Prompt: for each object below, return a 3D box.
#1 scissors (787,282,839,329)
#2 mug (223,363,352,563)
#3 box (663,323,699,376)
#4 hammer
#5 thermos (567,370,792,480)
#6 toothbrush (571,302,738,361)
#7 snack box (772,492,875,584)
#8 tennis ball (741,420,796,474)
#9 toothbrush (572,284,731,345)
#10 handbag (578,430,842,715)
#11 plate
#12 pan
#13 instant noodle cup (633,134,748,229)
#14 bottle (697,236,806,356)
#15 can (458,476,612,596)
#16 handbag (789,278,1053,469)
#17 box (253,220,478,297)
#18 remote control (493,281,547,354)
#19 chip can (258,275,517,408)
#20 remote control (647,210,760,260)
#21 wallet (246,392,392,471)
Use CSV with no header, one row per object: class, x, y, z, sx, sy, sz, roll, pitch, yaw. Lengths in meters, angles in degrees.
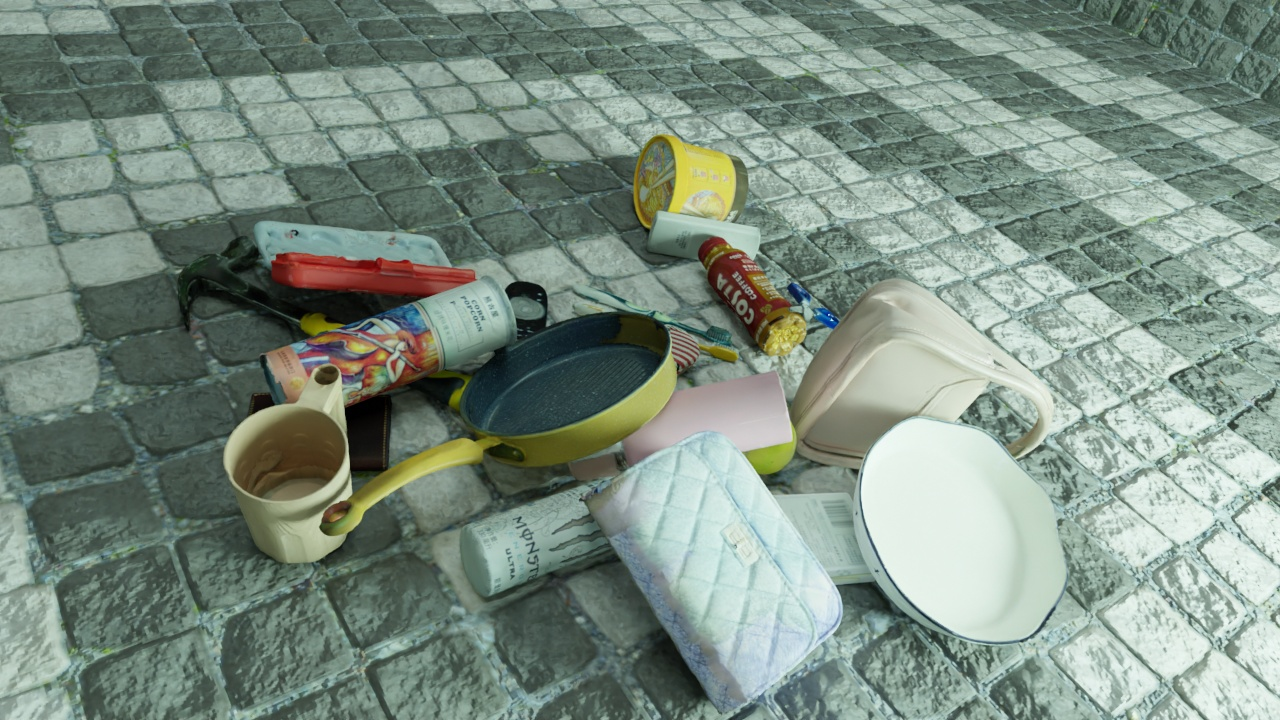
scissors,0.195,-0.050,1.027,0.133,0.012,0.172,34,18,-20
mug,-0.258,0.080,0.705,0.084,0.104,0.124,14,51,-2
box,-0.006,0.008,0.939,0.163,0.052,0.069,-24,40,-38
hammer,-0.306,-0.027,0.891,0.323,0.032,0.125,24,40,11
thermos,0.031,0.060,0.808,0.198,0.067,0.087,-11,-1,3
toothbrush,0.016,-0.033,1.009,0.191,0.016,0.018,17,29,3
snack box,0.127,0.158,0.807,0.156,0.027,0.084,0,42,-17
tennis ball,0.115,0.076,0.871,0.065,0.066,0.065,9,40,-7
toothbrush,0.013,-0.054,1.030,0.191,0.018,0.016,20,40,6
handbag,0.058,0.153,0.710,0.133,0.076,0.194,-27,73,-33
plate,0.275,0.149,0.807,0.204,0.046,0.204,10,59,-17
pan,-0.112,0.050,0.764,0.198,0.078,0.356,4,36,39
instant noodle cup,0.066,-0.223,1.174,0.114,0.119,0.118,1,41,-27
bottle,0.123,-0.079,1.062,0.057,0.058,0.175,-10,45,-27
can,-0.070,0.140,0.744,0.146,0.058,0.058,-15,48,-31
handbag,0.279,0.041,0.879,0.234,0.194,0.093,21,46,-5
box,-0.280,-0.099,0.945,0.200,0.058,0.161,2,22,-36
remote control,-0.126,-0.037,0.962,0.053,0.024,0.136,8,39,-6
chip can,-0.221,-0.010,0.819,0.214,0.071,0.071,-23,52,-26
remote control,0.078,-0.149,1.131,0.135,0.056,0.019,8,46,-7
wallet,-0.282,0.061,0.804,0.122,0.020,0.096,2,37,-14
